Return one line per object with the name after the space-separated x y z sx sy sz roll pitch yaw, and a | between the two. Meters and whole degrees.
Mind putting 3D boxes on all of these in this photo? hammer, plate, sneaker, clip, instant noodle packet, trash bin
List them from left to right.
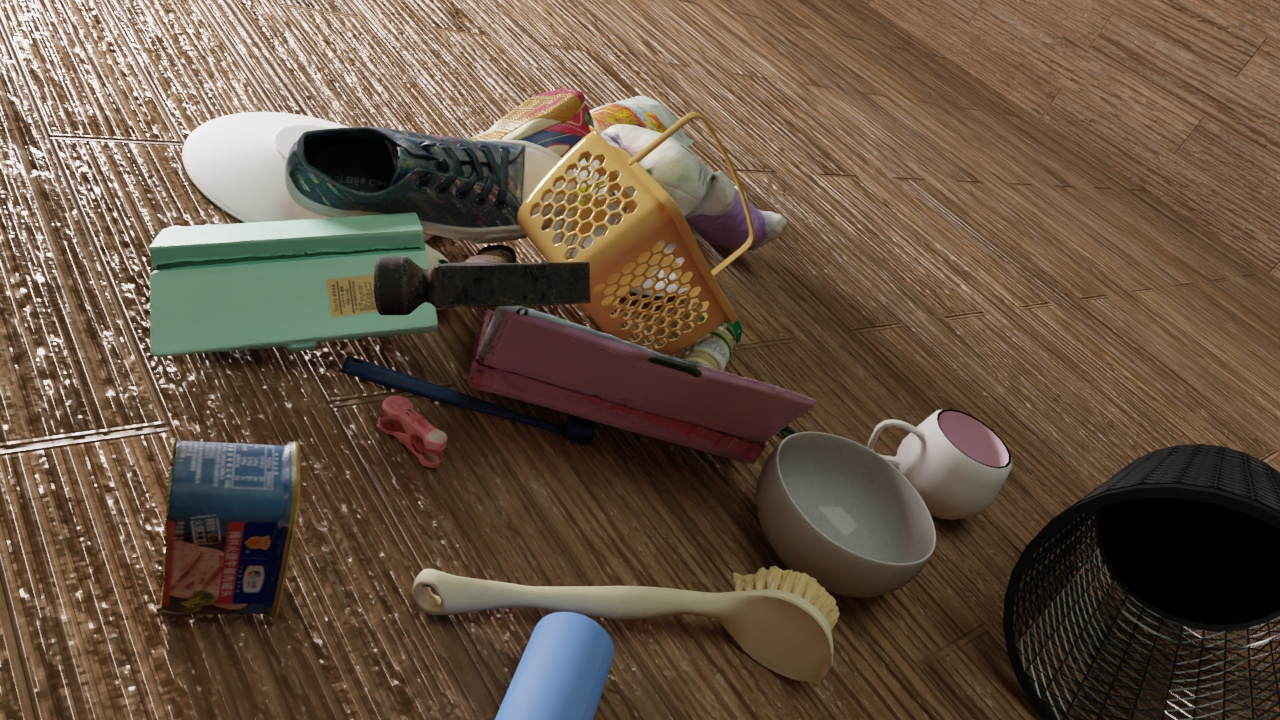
-0.285 -0.176 0.828 0.229 0.030 0.229 18 34 -13 | plate
-0.156 0.053 0.621 0.059 0.041 0.023 31 28 26 | clip
-0.165 -0.145 0.738 0.235 0.087 0.079 1 -5 -15 | sneaker
-0.103 -0.066 0.667 0.120 0.033 0.330 0 9 -6 | hammer
-0.120 -0.170 0.870 0.116 0.091 0.241 13 44 37 | sneaker
-0.044 -0.261 1.088 0.147 0.057 0.268 27 33 14 | instant noodle packet
-0.026 -0.111 0.928 0.172 0.019 0.172 18 34 -13 | plate
0.417 0.169 0.692 0.217 0.217 0.242 42 29 21 | trash bin

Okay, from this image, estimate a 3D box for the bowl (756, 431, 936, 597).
0.145 0.121 0.685 0.131 0.065 0.131 18 34 -13 | bowl

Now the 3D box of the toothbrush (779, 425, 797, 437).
0.148 0.077 0.795 0.188 0.014 0.017 38 27 16 | toothbrush

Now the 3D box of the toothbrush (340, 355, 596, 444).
-0.122 0.028 0.672 0.190 0.017 0.016 18 31 -14 | toothbrush

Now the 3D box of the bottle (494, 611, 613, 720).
-0.052 0.191 0.467 0.048 0.048 0.130 26 33 -1 | bottle

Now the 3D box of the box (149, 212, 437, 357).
-0.246 -0.064 0.654 0.186 0.056 0.138 -8 40 -17 | box

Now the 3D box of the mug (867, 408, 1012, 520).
0.252 0.088 0.794 0.124 0.076 0.090 21 33 -9 | mug

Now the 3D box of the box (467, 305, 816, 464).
-0.009 0.021 0.680 0.233 0.075 0.173 17 -2 -11 | box

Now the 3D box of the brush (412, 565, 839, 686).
-0.001 0.151 0.560 0.272 0.062 0.077 11 20 -16 | brush

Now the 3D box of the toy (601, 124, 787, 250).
0.050 -0.182 0.992 0.209 0.086 0.137 19 20 -39 | toy

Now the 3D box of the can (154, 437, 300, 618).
-0.207 0.086 0.459 0.059 0.100 0.054 5 38 -25 | can

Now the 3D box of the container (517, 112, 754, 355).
0.012 -0.104 0.758 0.129 0.167 0.183 52 1 33 | container

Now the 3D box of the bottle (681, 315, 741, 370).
0.061 -0.007 0.824 0.042 0.043 0.109 28 33 2 | bottle

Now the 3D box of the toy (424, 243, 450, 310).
-0.186 -0.070 0.739 0.087 0.050 0.112 39 29 19 | toy
